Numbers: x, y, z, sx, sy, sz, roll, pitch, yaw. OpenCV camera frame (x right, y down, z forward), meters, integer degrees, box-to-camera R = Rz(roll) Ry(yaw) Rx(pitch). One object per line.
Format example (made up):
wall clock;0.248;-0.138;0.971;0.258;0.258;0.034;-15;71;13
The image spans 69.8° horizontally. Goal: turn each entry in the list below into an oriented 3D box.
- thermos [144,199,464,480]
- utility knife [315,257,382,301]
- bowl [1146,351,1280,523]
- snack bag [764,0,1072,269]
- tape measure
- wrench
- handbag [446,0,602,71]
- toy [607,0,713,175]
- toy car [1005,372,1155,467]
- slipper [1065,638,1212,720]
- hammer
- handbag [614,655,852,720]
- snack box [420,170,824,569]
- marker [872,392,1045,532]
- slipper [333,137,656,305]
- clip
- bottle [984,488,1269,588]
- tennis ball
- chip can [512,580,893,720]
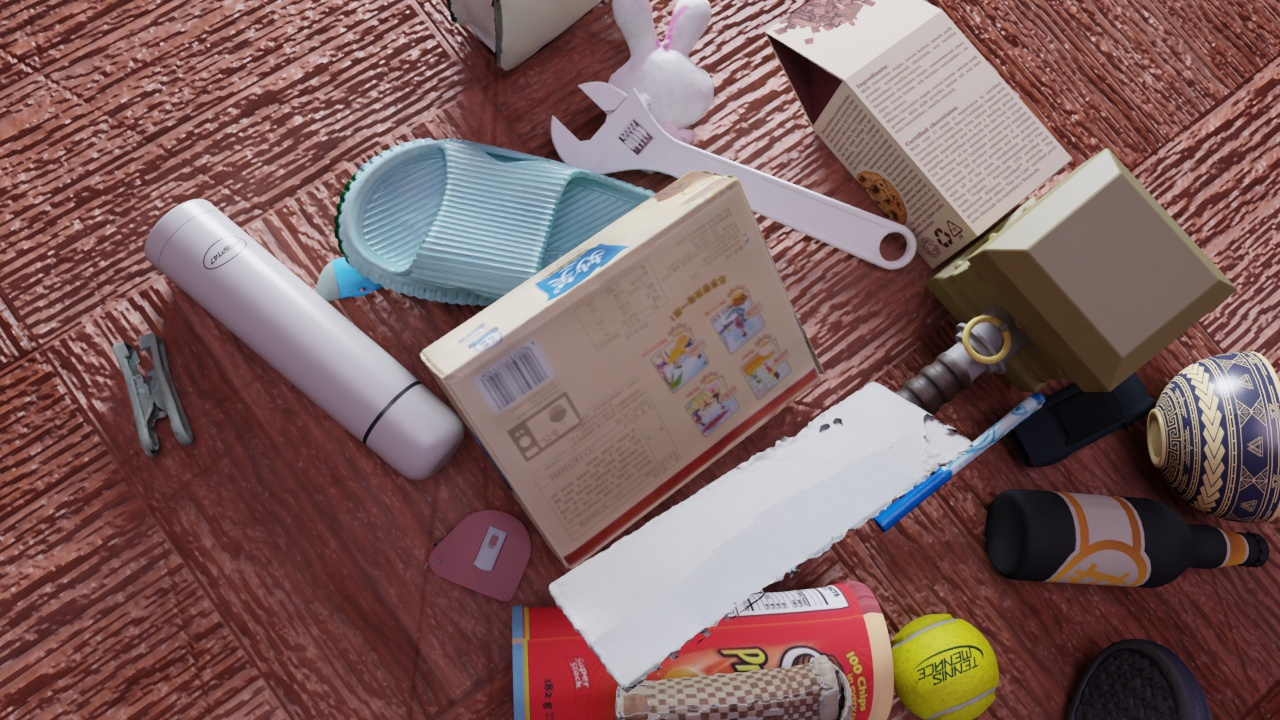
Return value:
thermos;-0.206;-0.011;0.573;0.224;0.052;0.052;40;75;3
utility knife;-0.115;-0.074;0.619;0.206;0.015;0.031;-14;82;-10
bowl;0.378;0.051;0.614;0.061;0.112;0.112;-2;76;16
snack bag;0.189;-0.182;0.655;0.094;0.070;0.206;-37;84;-14
tape measure;-0.099;0.118;0.575;0.059;0.019;0.051;22;76;-2
wrench;0.069;-0.123;0.640;0.273;0.018;0.066;20;103;-8
handbag;-0.061;-0.294;0.593;0.151;0.176;0.074;-43;84;-14
toy;0.014;-0.194;0.649;0.076;0.037;0.125;-2;99;-11
toy car;0.307;0.037;0.639;0.112;0.034;0.046;-24;81;-12
slipper;0.309;0.307;0.543;0.083;0.111;0.267;15;79;-7
hammer;0.165;0.031;0.574;0.325;0.190;0.100;-40;85;4
handbag;0.051;0.250;0.505;0.124;0.047;0.186;-4;114;-6
snack box;-0.003;0.003;0.558;0.207;0.055;0.153;-36;118;-14
marker;0.215;0.067;0.617;0.142;0.013;0.013;-38;84;-2
slipper;-0.054;-0.081;0.591;0.276;0.070;0.115;11;75;-11
clip;-0.302;0.022;0.570;0.043;0.023;0.076;-20;79;-10
bottle;0.328;0.121;0.610;0.181;0.059;0.059;5;77;-6
tennis ball;0.188;0.192;0.572;0.065;0.065;0.065;2;77;-7
chip can;0.033;0.181;0.545;0.213;0.087;0.087;-2;77;-7
